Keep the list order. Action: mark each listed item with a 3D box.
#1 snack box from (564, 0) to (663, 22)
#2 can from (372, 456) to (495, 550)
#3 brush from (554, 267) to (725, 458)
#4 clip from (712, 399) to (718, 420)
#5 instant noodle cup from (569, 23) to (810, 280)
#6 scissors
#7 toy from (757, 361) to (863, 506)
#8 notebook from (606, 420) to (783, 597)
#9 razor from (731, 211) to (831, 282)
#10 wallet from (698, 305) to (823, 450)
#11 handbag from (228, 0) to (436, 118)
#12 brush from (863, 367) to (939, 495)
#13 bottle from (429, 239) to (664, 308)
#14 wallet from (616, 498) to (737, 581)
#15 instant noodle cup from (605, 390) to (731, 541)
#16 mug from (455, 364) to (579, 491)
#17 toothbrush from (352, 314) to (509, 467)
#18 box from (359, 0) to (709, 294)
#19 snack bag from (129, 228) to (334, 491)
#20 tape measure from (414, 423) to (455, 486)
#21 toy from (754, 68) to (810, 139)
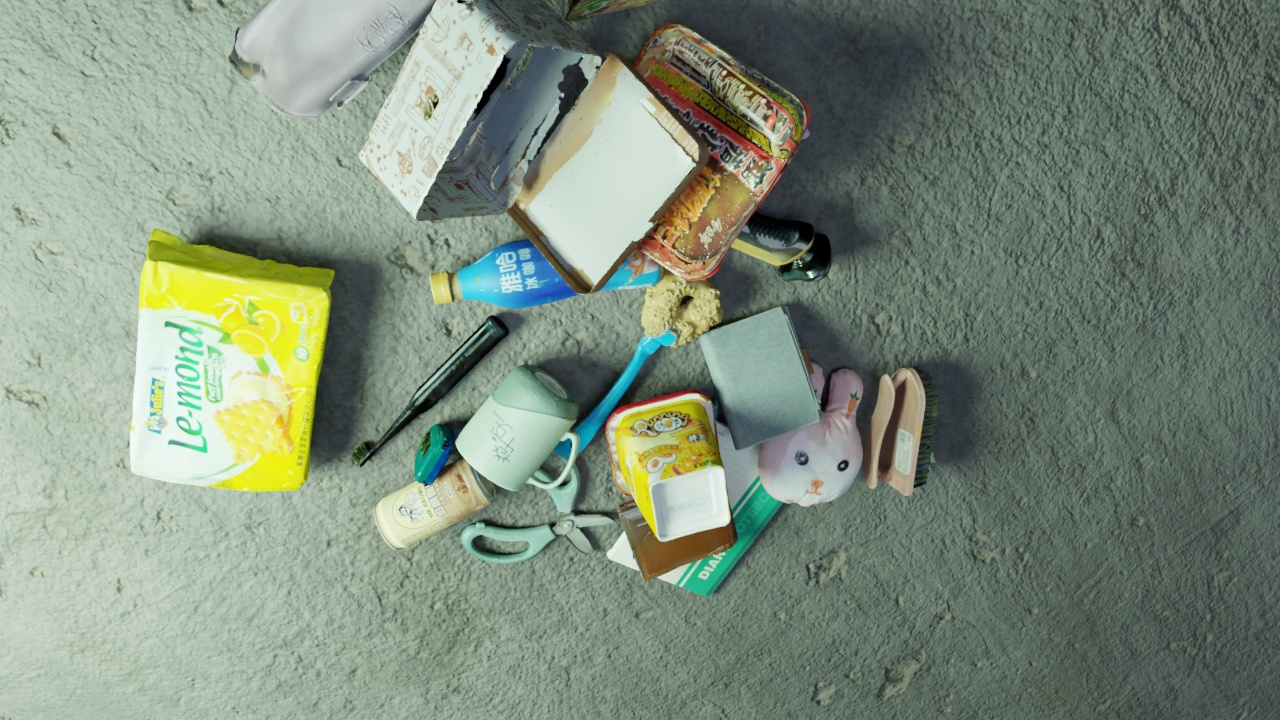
[{"bbox_3d":[-0.013,-0.350,0.753,0.118,0.117,0.106,-15,104,-8],"label":"snack box"},{"bbox_3d":[-0.214,0.148,0.957,0.116,0.058,0.058,-27,117,1],"label":"can"},{"bbox_3d":[-0.006,0.006,0.944,0.083,0.046,0.255,31,105,-30],"label":"brush"},{"bbox_3d":[0.075,0.068,1.008,0.045,0.014,0.057,-4,118,-9],"label":"clip"},{"bbox_3d":[0.043,-0.182,0.825,0.164,0.079,0.189,37,105,9],"label":"instant noodle cup"},{"bbox_3d":[-0.123,0.173,1.011,0.181,0.019,0.170,-30,118,1],"label":"scissors"},{"bbox_3d":[0.191,0.082,1.008,0.121,0.054,0.159,9,94,-17],"label":"toy"},{"bbox_3d":[0.079,0.174,1.051,0.150,0.012,0.209,26,109,-25],"label":"notebook"},{"bbox_3d":[0.110,-0.123,0.912,0.167,0.062,0.068,19,140,-14],"label":"razor"},{"bbox_3d":[0.129,0.017,0.968,0.106,0.037,0.129,-19,92,-5],"label":"wallet"},{"bbox_3d":[-0.217,-0.281,0.712,0.197,0.145,0.098,-39,113,7],"label":"handbag"},{"bbox_3d":[0.291,0.076,1.031,0.073,0.063,0.146,-8,115,-20],"label":"brush"},{"bbox_3d":[-0.089,-0.087,0.874,0.218,0.065,0.065,-10,116,-7],"label":"bottle"},{"bbox_3d":[0.044,0.182,1.022,0.124,0.032,0.101,-20,118,-3],"label":"wallet"},{"bbox_3d":[0.034,0.108,0.923,0.116,0.123,0.116,-14,121,-7],"label":"instant noodle cup"},{"bbox_3d":[-0.110,0.073,0.922,0.112,0.082,0.106,40,97,3],"label":"mug"},{"bbox_3d":[-0.215,0.034,0.925,0.213,0.026,0.027,-43,81,10],"label":"toothbrush"},{"bbox_3d":[-0.091,-0.168,0.744,0.197,0.157,0.181,49,119,11],"label":"box"},{"bbox_3d":[-0.378,0.011,0.854,0.158,0.068,0.247,9,112,-17],"label":"snack bag"},{"bbox_3d":[-0.211,0.092,0.934,0.025,0.054,0.058,28,105,-25],"label":"tape measure"},{"bbox_3d":[0.094,-0.212,0.870,0.108,0.039,0.084,-39,101,12],"label":"toy"}]
